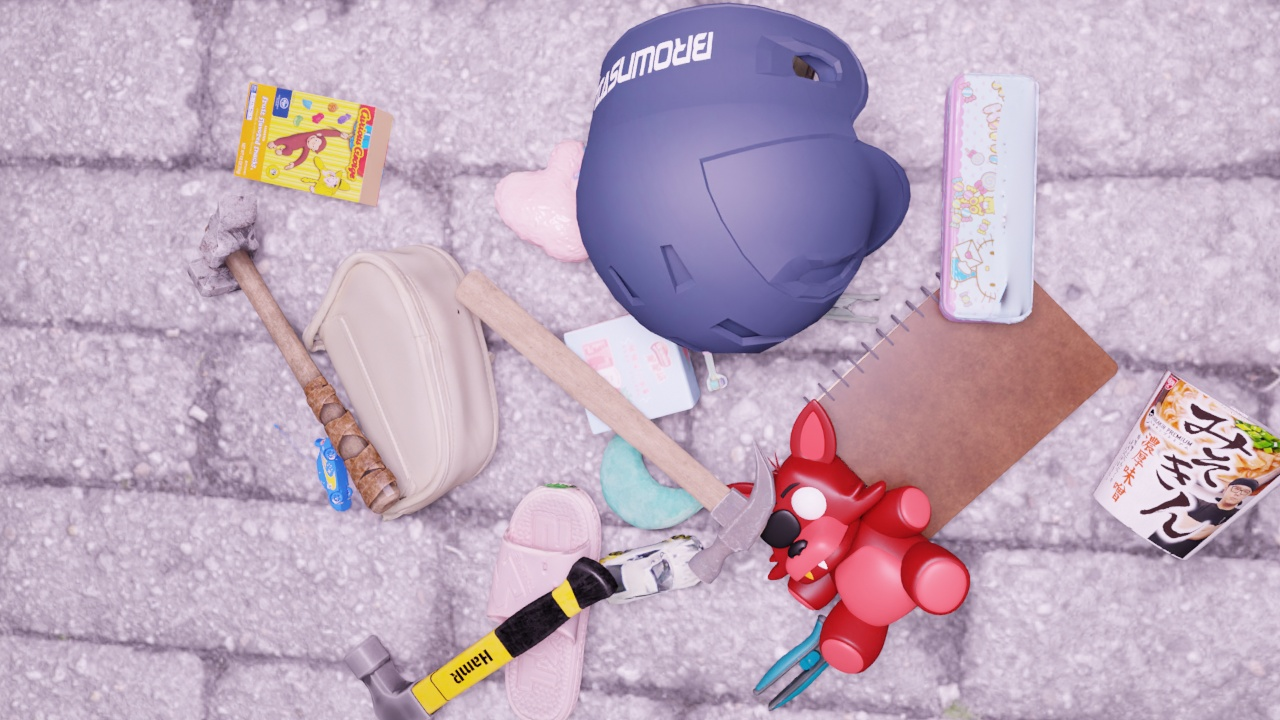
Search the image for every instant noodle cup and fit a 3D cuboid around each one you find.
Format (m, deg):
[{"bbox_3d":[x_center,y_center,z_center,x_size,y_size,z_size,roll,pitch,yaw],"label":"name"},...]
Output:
[{"bbox_3d":[0.448,0.089,0.751,0.123,0.123,0.122,33,107,4],"label":"instant noodle cup"}]

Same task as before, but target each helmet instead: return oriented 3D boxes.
[{"bbox_3d":[0.079,-0.111,0.711,0.233,0.271,0.223,-14,69,48],"label":"helmet"}]

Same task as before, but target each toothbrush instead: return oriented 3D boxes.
[{"bbox_3d":[0.053,-0.048,0.841,0.022,0.015,0.155,-15,93,-26],"label":"toothbrush"}]

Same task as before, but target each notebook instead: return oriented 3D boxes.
[{"bbox_3d":[0.275,0.025,0.811,0.225,0.024,0.167,-44,89,8],"label":"notebook"}]

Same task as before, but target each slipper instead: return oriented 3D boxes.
[{"bbox_3d":[-0.096,0.231,0.849,0.094,0.064,0.239,9,99,23],"label":"slipper"}]

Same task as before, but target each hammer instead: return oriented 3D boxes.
[{"bbox_3d":[-0.025,0.040,0.778,0.331,0.030,0.119,41,101,3],"label":"hammer"},{"bbox_3d":[-0.135,0.269,0.829,0.325,0.034,0.170,-40,85,29],"label":"hammer"},{"bbox_3d":[-0.309,-0.002,0.830,0.318,0.048,0.122,55,134,11],"label":"hammer"}]

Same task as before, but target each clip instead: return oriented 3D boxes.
[{"bbox_3d":[0.176,-0.048,0.821,0.076,0.023,0.044,3,96,10],"label":"clip"}]

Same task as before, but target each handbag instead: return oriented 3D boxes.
[{"bbox_3d":[-0.208,0.016,0.860,0.185,0.131,0.229,-25,87,34],"label":"handbag"}]

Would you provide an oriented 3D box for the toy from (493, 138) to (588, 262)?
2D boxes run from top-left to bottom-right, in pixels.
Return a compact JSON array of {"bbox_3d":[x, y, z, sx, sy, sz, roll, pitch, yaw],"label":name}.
[{"bbox_3d":[-0.071,-0.147,0.836,0.108,0.053,0.105,37,87,4],"label":"toy"}]

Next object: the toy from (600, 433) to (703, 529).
[{"bbox_3d":[0.007,0.113,0.850,0.105,0.033,0.085,44,99,7],"label":"toy"}]

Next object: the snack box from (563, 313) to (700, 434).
[{"bbox_3d":[-0.005,0.005,0.821,0.095,0.079,0.093,-16,93,10],"label":"snack box"}]

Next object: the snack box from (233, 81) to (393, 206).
[{"bbox_3d":[-0.309,-0.204,0.868,0.126,0.040,0.088,13,96,7],"label":"snack box"}]

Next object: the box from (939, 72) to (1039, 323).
[{"bbox_3d":[0.293,-0.137,0.773,0.076,0.033,0.214,3,84,8],"label":"box"}]

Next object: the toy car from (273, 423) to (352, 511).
[{"bbox_3d":[-0.320,0.104,0.893,0.062,0.033,0.092,-7,93,2],"label":"toy car"}]

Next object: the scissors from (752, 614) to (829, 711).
[{"bbox_3d":[0.170,0.273,0.847,0.136,0.019,0.138,-4,92,6],"label":"scissors"}]

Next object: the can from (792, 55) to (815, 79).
[{"bbox_3d":[0.107,-0.234,0.783,0.074,0.089,0.090,15,96,7],"label":"can"}]

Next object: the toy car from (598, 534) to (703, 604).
[{"bbox_3d":[0.010,0.197,0.857,0.105,0.033,0.048,-17,90,8],"label":"toy car"}]

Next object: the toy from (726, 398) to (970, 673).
[{"bbox_3d":[0.167,0.153,0.791,0.197,0.120,0.159,46,123,7],"label":"toy"}]
